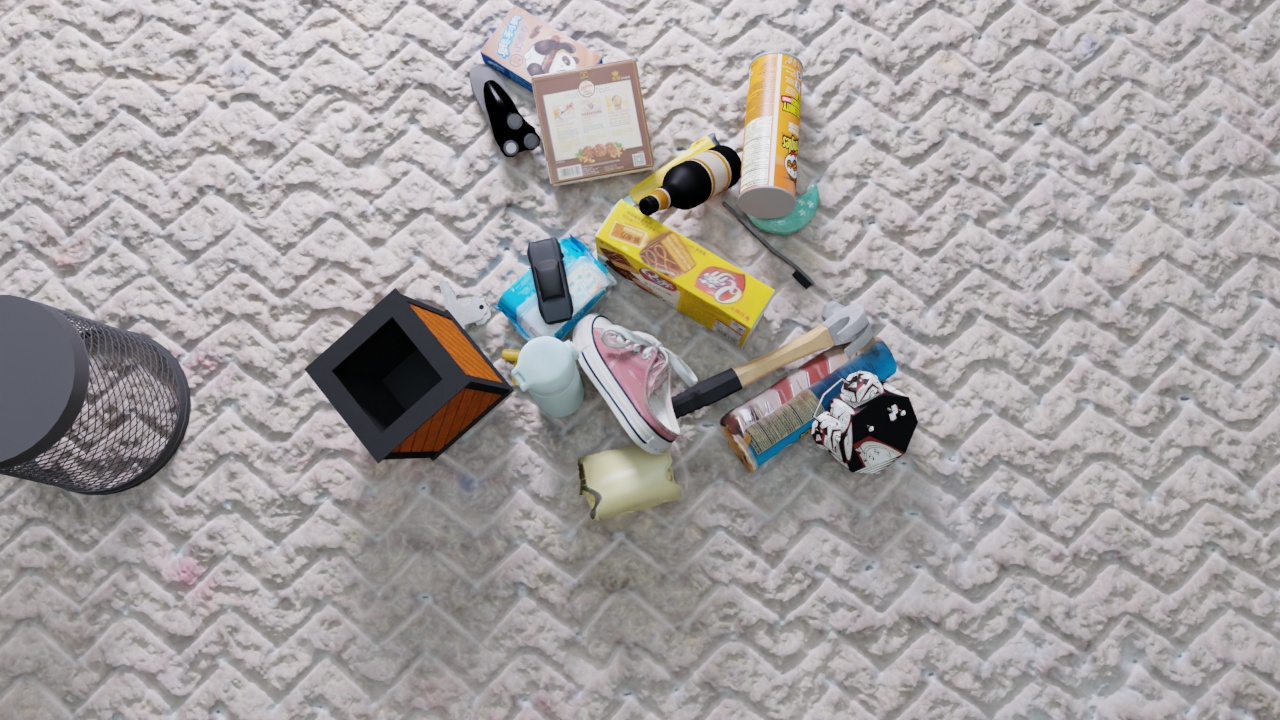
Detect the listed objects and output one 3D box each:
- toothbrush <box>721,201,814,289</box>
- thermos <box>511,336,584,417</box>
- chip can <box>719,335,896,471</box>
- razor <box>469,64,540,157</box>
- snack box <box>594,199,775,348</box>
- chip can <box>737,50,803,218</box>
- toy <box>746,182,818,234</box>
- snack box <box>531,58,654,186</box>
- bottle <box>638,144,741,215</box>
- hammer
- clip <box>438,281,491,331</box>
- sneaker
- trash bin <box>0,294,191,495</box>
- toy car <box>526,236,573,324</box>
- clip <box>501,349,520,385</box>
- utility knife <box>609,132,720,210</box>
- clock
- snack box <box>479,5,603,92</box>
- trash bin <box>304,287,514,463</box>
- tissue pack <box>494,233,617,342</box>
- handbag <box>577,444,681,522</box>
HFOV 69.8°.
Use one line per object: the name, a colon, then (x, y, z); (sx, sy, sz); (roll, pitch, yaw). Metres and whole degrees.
toothbrush: (0.171, -0.158, 1.239); (0.013, 0.013, 0.167); (-44, 81, 0)
thermos: (-0.105, 0.022, 1.103); (0.078, 0.207, 0.065); (-30, 79, -6)
chip can: (0.211, 0.047, 1.165); (0.229, 0.080, 0.080); (-33, 80, -7)
razor: (-0.194, -0.348, 1.262); (0.057, 0.060, 0.156); (-23, 59, -16)
snack box: (0.054, -0.109, 1.179); (0.230, 0.110, 0.061); (31, 80, 6)
chip can: (0.174, -0.301, 1.219); (0.075, 0.075, 0.214); (6, 69, 1)
toy: (0.187, -0.210, 1.242); (0.105, 0.033, 0.085); (9, 68, 3)
snack box: (-0.064, -0.319, 1.237); (0.143, 0.041, 0.147); (-11, 97, -2)
bottle: (0.060, -0.226, 1.184); (0.059, 0.059, 0.181); (47, 47, 9)
hammer: (0.136, 0.015, 1.152); (0.328, 0.131, 0.039); (-26, 104, -1)
clip: (-0.229, -0.064, 1.207); (0.058, 0.050, 0.101); (-19, 79, 9)
sneaker: (-0.007, 0.007, 1.117); (0.088, 0.118, 0.241); (-47, 45, 15)
trash bin: (-0.697, 0.043, 1.090); (0.218, 0.227, 0.217); (0, 78, 0)
toy car: (-0.113, -0.101, 1.152); (0.046, 0.034, 0.112); (-13, 80, -1)
clip: (-0.155, 0.007, 1.198); (0.054, 0.045, 0.048); (6, 53, 0)
utility knife: (0.034, -0.254, 1.257); (0.179, 0.017, 0.030); (-34, 75, -7)
clock: (0.273, 0.077, 1.122); (0.154, 0.065, 0.115); (32, 97, -34)
snack box: (-0.137, -0.421, 1.284); (0.151, 0.034, 0.087); (33, 81, 7)
trash bin: (-0.272, 0.024, 1.109); (0.140, 0.172, 0.139); (-41, 81, 3)
tissue pack: (-0.108, -0.087, 1.200); (0.144, 0.062, 0.093); (-44, 81, -6)
handbag: (-0.015, 0.149, 1.125); (0.119, 0.111, 0.081); (-13, 95, -2)
